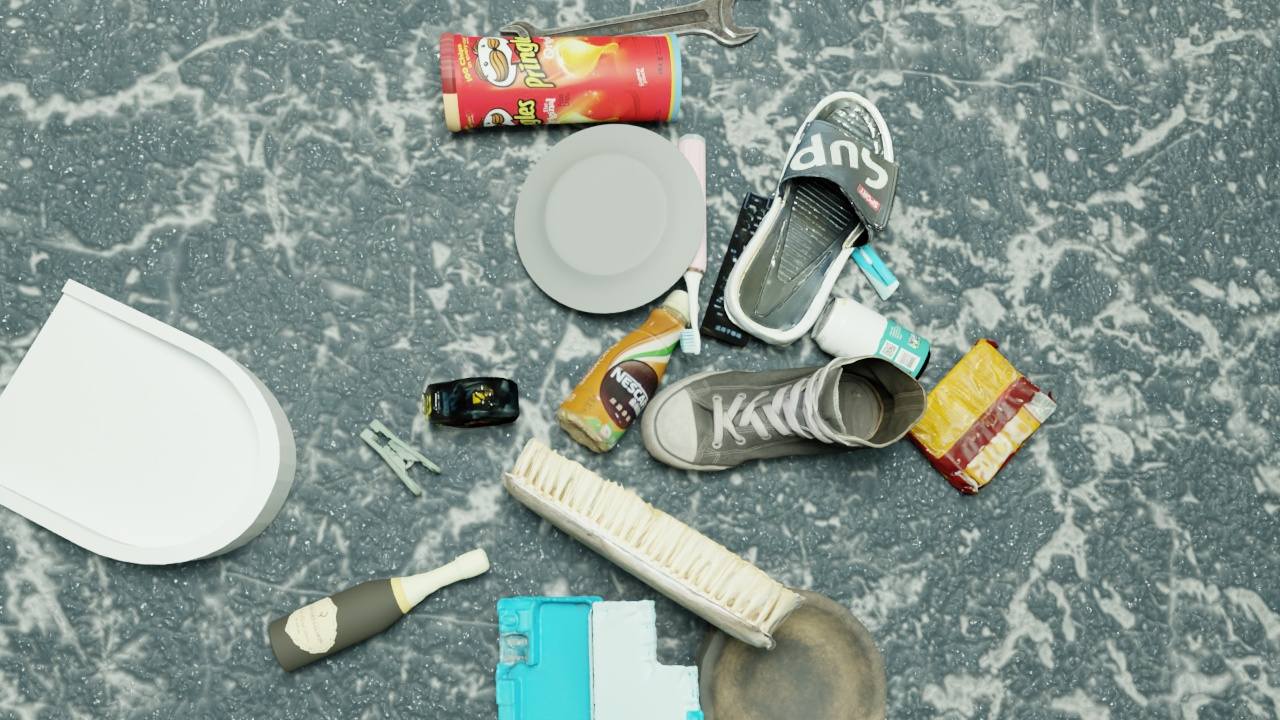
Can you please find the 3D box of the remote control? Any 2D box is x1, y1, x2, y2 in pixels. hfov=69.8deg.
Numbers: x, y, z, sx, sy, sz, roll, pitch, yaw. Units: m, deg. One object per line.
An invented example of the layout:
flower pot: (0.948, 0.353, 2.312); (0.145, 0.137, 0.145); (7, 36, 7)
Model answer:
remote control: (0.099, -0.086, 0.874); (0.047, 0.022, 0.150); (21, 77, -2)

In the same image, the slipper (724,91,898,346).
slipper: (0.168, -0.138, 0.851); (0.111, 0.063, 0.263); (31, 79, -3)

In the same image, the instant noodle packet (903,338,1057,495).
instant noodle packet: (0.319, 0.051, 0.865); (0.098, 0.040, 0.135); (45, 81, 2)

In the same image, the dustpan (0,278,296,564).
dustpan: (-0.427, 0.065, 0.778); (0.258, 0.053, 0.191); (26, 79, -1)

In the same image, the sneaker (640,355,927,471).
sneaker: (0.121, 0.046, 0.797); (0.234, 0.120, 0.095); (0, 81, -10)

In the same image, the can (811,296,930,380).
can: (0.215, -0.016, 0.856); (0.101, 0.055, 0.055); (28, 79, -1)

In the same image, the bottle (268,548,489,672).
bottle: (-0.217, 0.205, 0.780); (0.184, 0.045, 0.045); (-22, 84, -9)

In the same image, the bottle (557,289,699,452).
bottle: (-0.005, 0.005, 0.830); (0.059, 0.059, 0.166); (38, 70, 1)

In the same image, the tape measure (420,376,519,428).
tape measure: (-0.142, 0.036, 0.804); (0.072, 0.072, 0.042); (-13, 76, 21)

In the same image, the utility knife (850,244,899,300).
utility knife: (0.202, -0.120, 0.894); (0.022, 0.015, 0.141); (-38, 84, 10)

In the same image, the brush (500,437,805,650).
brush: (0.002, 0.148, 0.758); (0.271, 0.083, 0.056); (27, 76, 22)

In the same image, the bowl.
bowl: (0.123, 0.277, 0.791); (0.162, 0.070, 0.162); (1, 81, -6)

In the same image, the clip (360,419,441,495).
clip: (-0.214, 0.084, 0.813); (0.075, 0.023, 0.037); (41, 80, 3)

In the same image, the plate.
plate: (-0.031, -0.132, 0.835); (0.178, 0.012, 0.178); (-2, 82, 11)

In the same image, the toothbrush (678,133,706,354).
toothbrush: (0.048, -0.109, 0.848); (0.026, 0.027, 0.222); (2, 69, -2)

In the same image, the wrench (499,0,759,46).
wrench: (-0.009, -0.328, 0.908); (0.273, 0.010, 0.070); (-12, 82, -7)

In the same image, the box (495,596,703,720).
box: (-0.034, 0.309, 0.748); (0.182, 0.039, 0.226); (-5, 79, 20)

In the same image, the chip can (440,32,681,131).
chip can: (-0.074, -0.260, 0.852); (0.213, 0.087, 0.087); (-3, 81, -7)
